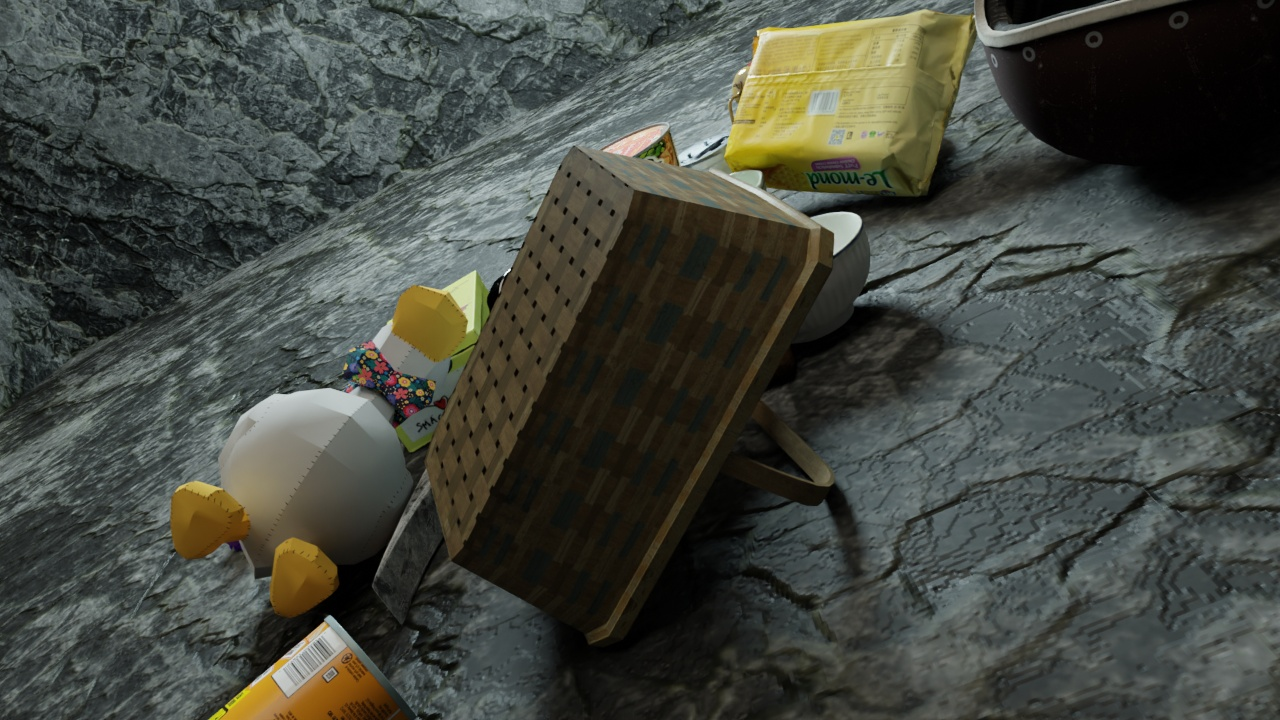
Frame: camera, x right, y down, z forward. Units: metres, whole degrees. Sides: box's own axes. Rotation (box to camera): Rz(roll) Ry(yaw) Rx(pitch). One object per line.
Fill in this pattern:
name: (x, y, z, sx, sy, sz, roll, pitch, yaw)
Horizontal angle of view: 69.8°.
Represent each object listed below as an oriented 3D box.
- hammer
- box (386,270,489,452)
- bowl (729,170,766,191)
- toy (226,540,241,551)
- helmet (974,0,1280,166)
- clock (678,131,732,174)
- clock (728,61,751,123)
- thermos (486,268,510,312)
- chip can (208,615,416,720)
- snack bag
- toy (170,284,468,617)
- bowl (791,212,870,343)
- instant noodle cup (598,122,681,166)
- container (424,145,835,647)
hammer: (-0.034, 0.063, 0.649, 0.301, 0.037, 0.217, -21, 24, 18)
box: (-0.200, -0.008, 0.936, 0.124, 0.082, 0.220, -28, 24, 4)
bowl: (0.076, -0.128, 0.884, 0.117, 0.061, 0.117, -24, 23, 11)
toy: (-0.354, 0.125, 0.866, 0.106, 0.056, 0.087, -18, 27, 26)
helmet: (0.340, -0.256, 0.587, 0.234, 0.253, 0.233, -3, 10, 38)
clock: (0.078, -0.235, 1.109, 0.083, 0.057, 0.118, -39, 24, -20)
clock: (0.161, -0.303, 1.076, 0.158, 0.117, 0.081, -33, 18, -28)
thermos: (-0.069, -0.069, 0.884, 0.199, 0.086, 0.085, -17, 25, 41)
chip can: (-0.222, 0.232, 0.464, 0.214, 0.075, 0.075, -40, 25, -25)
snack bag: (0.179, -0.239, 0.851, 0.248, 0.068, 0.159, 15, 92, 48)
toy: (-0.235, 0.073, 0.711, 0.247, 0.141, 0.266, -53, 7, 31)
bowl: (0.118, -0.053, 0.674, 0.118, 0.062, 0.118, -25, 20, 10)
instant noodle cup: (0.002, -0.167, 0.972, 0.124, 0.122, 0.123, -25, 23, 11)
container: (0.013, 0.020, 0.513, 0.250, 0.186, 0.157, -62, 28, 13)
